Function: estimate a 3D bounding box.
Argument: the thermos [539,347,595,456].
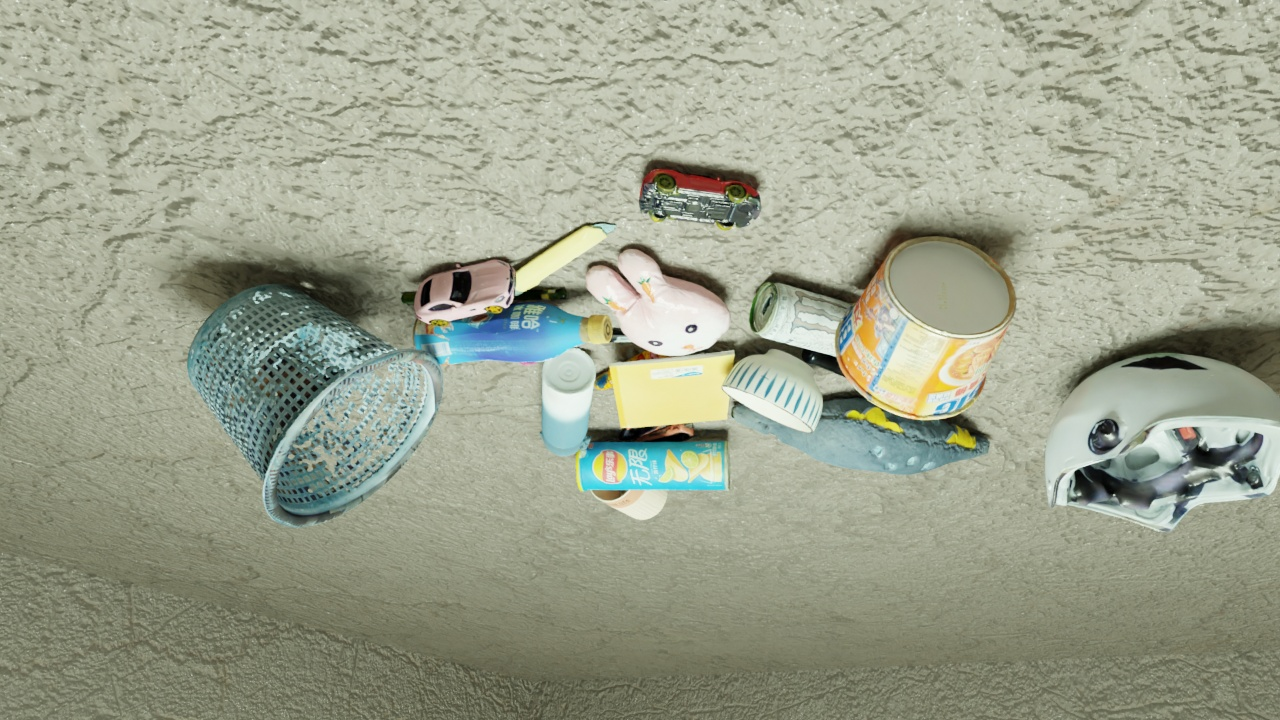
[{"bbox_3d":[-0.093,0.061,1.173,0.070,0.070,0.221,6,153,-3],"label":"thermos"}]

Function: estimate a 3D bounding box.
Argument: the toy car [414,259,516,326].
[{"bbox_3d":[-0.183,-0.071,0.942,0.123,0.056,0.037,-11,156,26],"label":"toy car"}]

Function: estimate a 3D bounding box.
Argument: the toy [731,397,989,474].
[{"bbox_3d":[0.295,0.095,1.170,0.356,0.091,0.138,8,180,-4],"label":"toy"}]

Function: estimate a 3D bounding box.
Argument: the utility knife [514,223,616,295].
[{"bbox_3d":[-0.084,-0.100,0.914,0.031,0.018,0.163,22,150,-38],"label":"utility knife"}]

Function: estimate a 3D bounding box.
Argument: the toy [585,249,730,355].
[{"bbox_3d":[0.018,-0.055,0.951,0.159,0.054,0.122,35,140,-32],"label":"toy"}]

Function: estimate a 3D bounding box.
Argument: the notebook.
[{"bbox_3d":[0.041,0.040,1.136,0.146,0.010,0.206,-5,156,1],"label":"notebook"}]

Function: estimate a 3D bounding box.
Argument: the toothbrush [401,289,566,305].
[{"bbox_3d":[-0.169,-0.068,0.993,0.186,0.012,0.017,-1,158,10],"label":"toothbrush"}]

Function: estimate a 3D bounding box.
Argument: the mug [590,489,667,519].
[{"bbox_3d":[-0.028,0.186,1.400,0.115,0.081,0.106,18,166,37],"label":"mug"}]

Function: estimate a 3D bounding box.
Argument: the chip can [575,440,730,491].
[{"bbox_3d":[0.019,0.146,1.280,0.210,0.071,0.071,-2,152,9],"label":"chip can"}]

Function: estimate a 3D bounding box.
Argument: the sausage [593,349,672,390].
[{"bbox_3d":[-0.007,0.006,1.100,0.021,0.021,0.166,23,147,-31],"label":"sausage"}]

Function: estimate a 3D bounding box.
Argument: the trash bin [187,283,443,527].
[{"bbox_3d":[-0.358,0.028,0.974,0.195,0.226,0.227,38,159,18],"label":"trash bin"}]

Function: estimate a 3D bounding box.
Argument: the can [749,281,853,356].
[{"bbox_3d":[0.189,-0.037,0.948,0.146,0.058,0.058,14,151,-18],"label":"can"}]

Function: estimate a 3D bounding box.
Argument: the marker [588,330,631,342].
[{"bbox_3d":[-0.033,-0.029,1.047,0.124,0.015,0.018,0,153,1],"label":"marker"}]

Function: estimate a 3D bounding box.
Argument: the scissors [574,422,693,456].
[{"bbox_3d":[-0.027,0.109,1.310,0.206,0.015,0.194,2,154,4],"label":"scissors"}]

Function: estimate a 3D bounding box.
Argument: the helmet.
[{"bbox_3d":[0.571,0.074,1.013,0.229,0.145,0.259,10,144,-14],"label":"helmet"}]

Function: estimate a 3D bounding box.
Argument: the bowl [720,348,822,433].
[{"bbox_3d":[0.158,0.029,1.051,0.116,0.066,0.116,27,173,3],"label":"bowl"}]

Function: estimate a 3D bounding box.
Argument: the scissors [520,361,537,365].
[{"bbox_3d":[-0.157,-0.026,1.069,0.134,0.017,0.135,-16,143,28],"label":"scissors"}]

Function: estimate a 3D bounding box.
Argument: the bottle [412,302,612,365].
[{"bbox_3d":[-0.137,-0.030,0.986,0.219,0.065,0.065,-3,152,19],"label":"bottle"}]

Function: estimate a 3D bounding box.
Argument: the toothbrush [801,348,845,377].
[{"bbox_3d":[0.277,0.021,1.085,0.212,0.026,0.027,20,-177,-29],"label":"toothbrush"}]

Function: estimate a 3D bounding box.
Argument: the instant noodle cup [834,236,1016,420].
[{"bbox_3d":[0.269,-0.036,0.856,0.151,0.151,0.112,6,145,-3],"label":"instant noodle cup"}]

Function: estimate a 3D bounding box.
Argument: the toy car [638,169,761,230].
[{"bbox_3d":[0.052,-0.140,0.798,0.106,0.031,0.049,8,153,-5],"label":"toy car"}]
